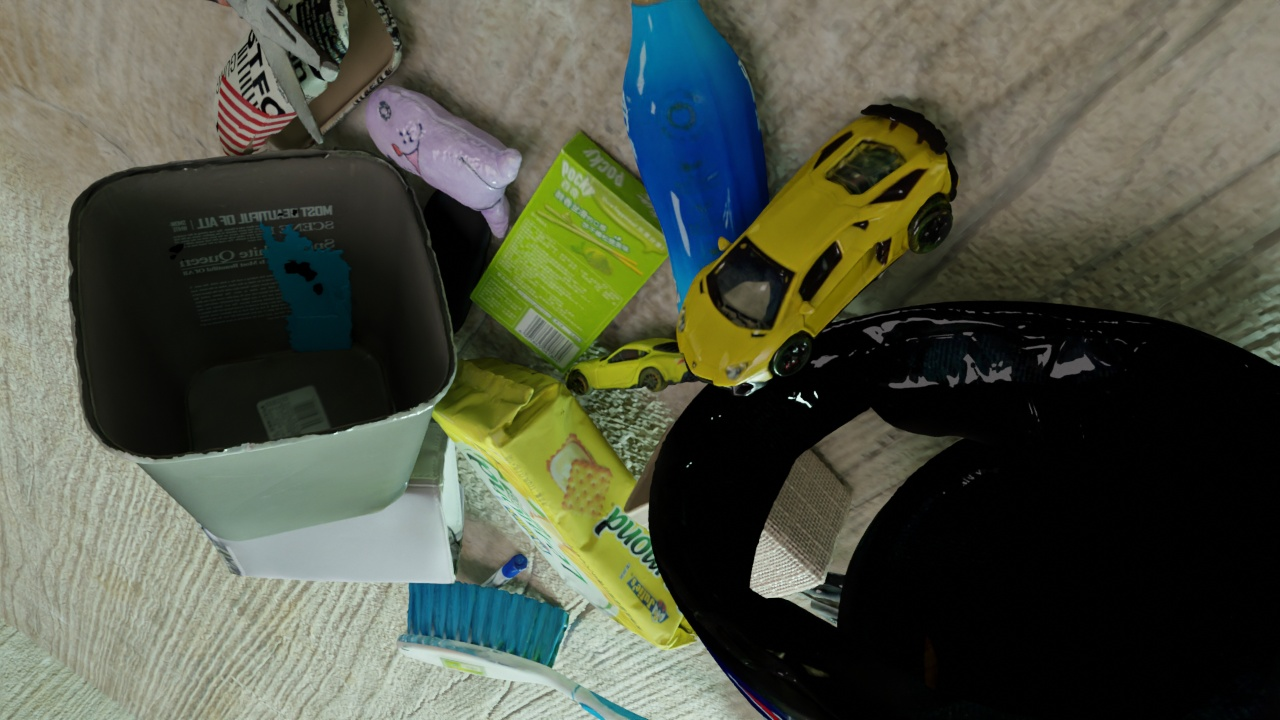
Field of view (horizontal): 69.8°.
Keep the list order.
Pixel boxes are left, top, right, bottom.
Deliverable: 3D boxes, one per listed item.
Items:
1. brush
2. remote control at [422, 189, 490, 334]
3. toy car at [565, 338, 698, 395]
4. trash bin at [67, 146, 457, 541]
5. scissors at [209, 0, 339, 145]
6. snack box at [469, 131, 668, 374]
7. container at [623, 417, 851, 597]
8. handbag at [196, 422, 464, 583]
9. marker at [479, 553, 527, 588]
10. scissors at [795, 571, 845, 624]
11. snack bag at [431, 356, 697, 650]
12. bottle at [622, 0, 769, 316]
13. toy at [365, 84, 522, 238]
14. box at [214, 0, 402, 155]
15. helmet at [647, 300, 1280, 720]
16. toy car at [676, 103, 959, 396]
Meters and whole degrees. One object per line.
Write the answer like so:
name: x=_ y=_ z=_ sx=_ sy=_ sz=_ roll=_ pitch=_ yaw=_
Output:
brush: x=-0.082 y=0.284 z=0.857 sx=0.315 sy=0.109 sz=0.061 roll=9 pitch=139 yaw=7
remote control: x=-0.137 y=-0.062 z=0.634 sx=0.053 sy=0.024 sz=0.137 roll=33 pitch=138 yaw=4
toy car: x=-0.004 y=0.003 z=0.593 sx=0.105 sy=0.048 sz=0.032 roll=-6 pitch=94 yaw=37
trash bin: x=-0.239 y=0.005 z=0.614 sx=0.220 sy=0.198 sz=0.198 roll=117 pitch=139 yaw=-59
scissors: x=-0.226 y=-0.221 z=0.503 sx=0.190 sy=0.015 sz=0.222 roll=9 pitch=112 yaw=43
snack box: x=-0.043 y=-0.060 z=0.573 sx=0.086 sy=0.026 sz=0.157 roll=39 pitch=138 yaw=-4
container: x=0.067 y=0.092 z=0.595 sx=0.111 sy=0.089 sz=0.090 roll=43 pitch=138 yaw=-12
handbag: x=-0.254 y=0.123 z=0.777 sx=0.197 sy=0.098 sz=0.145 roll=1 pitch=130 yaw=-4
marker: x=-0.146 y=0.221 z=0.903 sx=0.017 sy=0.016 sz=0.146 roll=40 pitch=138 yaw=-5
scissors: x=0.108 y=0.166 z=0.673 sx=0.159 sy=0.014 sz=0.181 roll=33 pitch=156 yaw=-16
snack bag: x=-0.052 y=0.098 z=0.660 sx=0.158 sy=0.068 sz=0.246 roll=15 pitch=142 yaw=58
bottle: x=0.031 y=-0.100 z=0.460 sx=0.065 sy=0.065 sz=0.219 roll=5 pitch=130 yaw=30
toy: x=-0.119 y=-0.125 z=0.555 sx=0.108 sy=0.038 sz=0.084 roll=30 pitch=149 yaw=4
box: x=-0.201 y=-0.178 z=0.562 sx=0.164 sy=0.080 sz=0.075 roll=-22 pitch=83 yaw=45
helmet: x=0.184 y=0.114 z=0.431 sx=0.316 sy=0.246 sz=0.240 roll=7 pitch=153 yaw=37
toy car: x=0.077 y=-0.049 z=0.422 sx=0.071 sy=0.156 sz=0.041 roll=48 pitch=-176 yaw=41
